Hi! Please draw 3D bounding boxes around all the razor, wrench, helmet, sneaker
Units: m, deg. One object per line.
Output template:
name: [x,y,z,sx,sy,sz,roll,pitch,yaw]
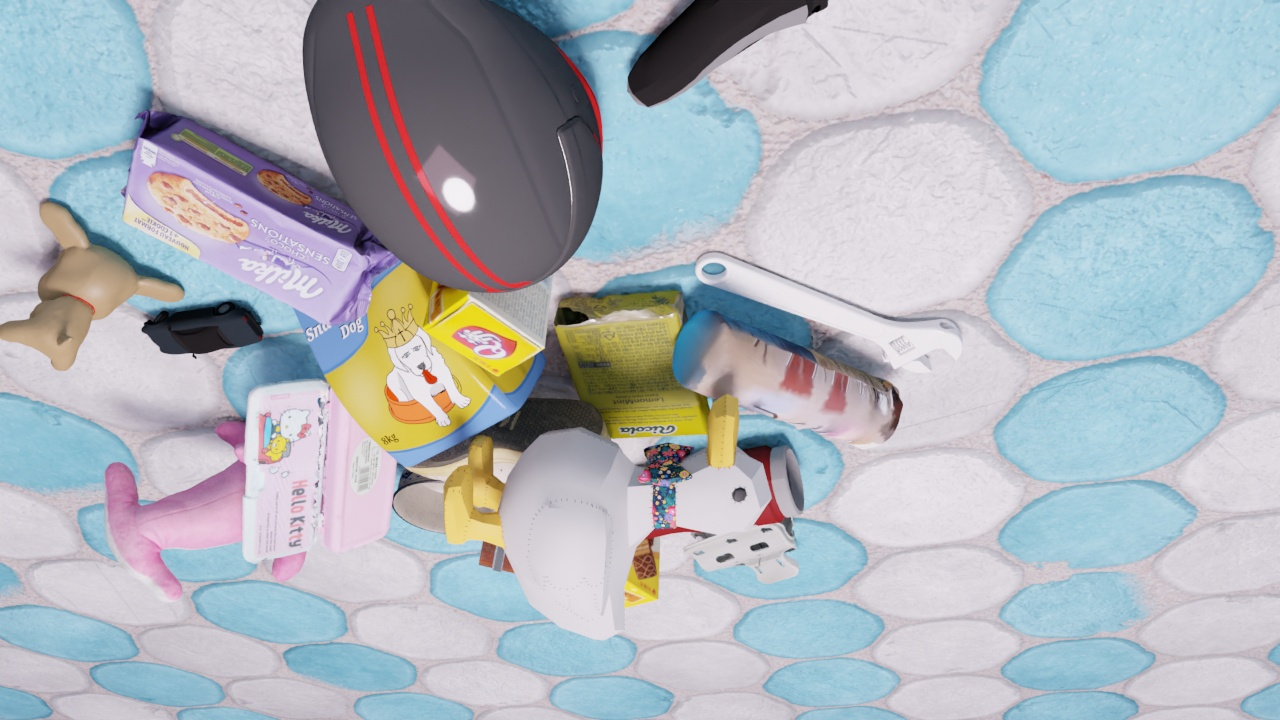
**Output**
razor: [0.051,-0.216,0.603,0.156,0.057,0.060,-23,166,27]
wrench: [0.173,-0.044,0.832,0.273,0.018,0.066,18,137,-17]
helmet: [-0.115,-0.138,0.611,0.164,0.169,0.265,-12,138,17]
sneaker: [-0.129,0.096,0.942,0.242,0.088,0.102,-3,143,26]

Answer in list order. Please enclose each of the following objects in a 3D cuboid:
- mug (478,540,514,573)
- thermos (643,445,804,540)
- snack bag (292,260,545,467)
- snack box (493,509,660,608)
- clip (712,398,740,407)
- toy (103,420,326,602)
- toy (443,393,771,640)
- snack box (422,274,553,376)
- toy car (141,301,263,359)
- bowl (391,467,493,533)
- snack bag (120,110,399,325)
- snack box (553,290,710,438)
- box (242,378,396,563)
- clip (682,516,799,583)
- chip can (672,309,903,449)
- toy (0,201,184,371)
mug: [-0.133,0.213,1.119,0.111,0.081,0.118,11,122,-6]
thermos: [0.071,0.149,1.006,0.199,0.084,0.108,-13,175,21]
snack bag: [-0.211,-0.022,0.823,0.159,0.102,0.205,-27,113,31]
snack box: [-0.067,0.193,1.055,0.062,0.109,0.230,-23,134,29]
clip: [0.098,0.033,0.918,0.023,0.035,0.075,20,144,-23]
toy: [-0.399,0.130,0.940,0.264,0.186,0.128,-18,160,-39]
toy: [-0.028,0.132,0.788,0.267,0.140,0.247,8,108,2]
snack box: [-0.123,-0.055,0.760,0.061,0.105,0.083,-29,132,32]
toy car: [-0.412,-0.026,0.864,0.112,0.034,0.046,-7,140,11]
bowl: [-0.219,0.143,1.041,0.115,0.059,0.116,1,141,1]
snack bag: [-0.297,-0.109,0.721,0.205,0.058,0.097,29,131,-16]
snack box: [-0.005,0.005,0.879,0.121,0.045,0.181,-4,137,12]
box: [-0.312,0.108,0.911,0.154,0.045,0.202,-13,123,-44]
clip: [0.138,0.219,1.134,0.126,0.091,0.151,-23,149,29]
chip can: [0.139,0.022,0.839,0.229,0.079,0.080,19,138,-32]
toy: [-0.485,-0.051,0.789,0.106,0.108,0.134,-7,143,37]
